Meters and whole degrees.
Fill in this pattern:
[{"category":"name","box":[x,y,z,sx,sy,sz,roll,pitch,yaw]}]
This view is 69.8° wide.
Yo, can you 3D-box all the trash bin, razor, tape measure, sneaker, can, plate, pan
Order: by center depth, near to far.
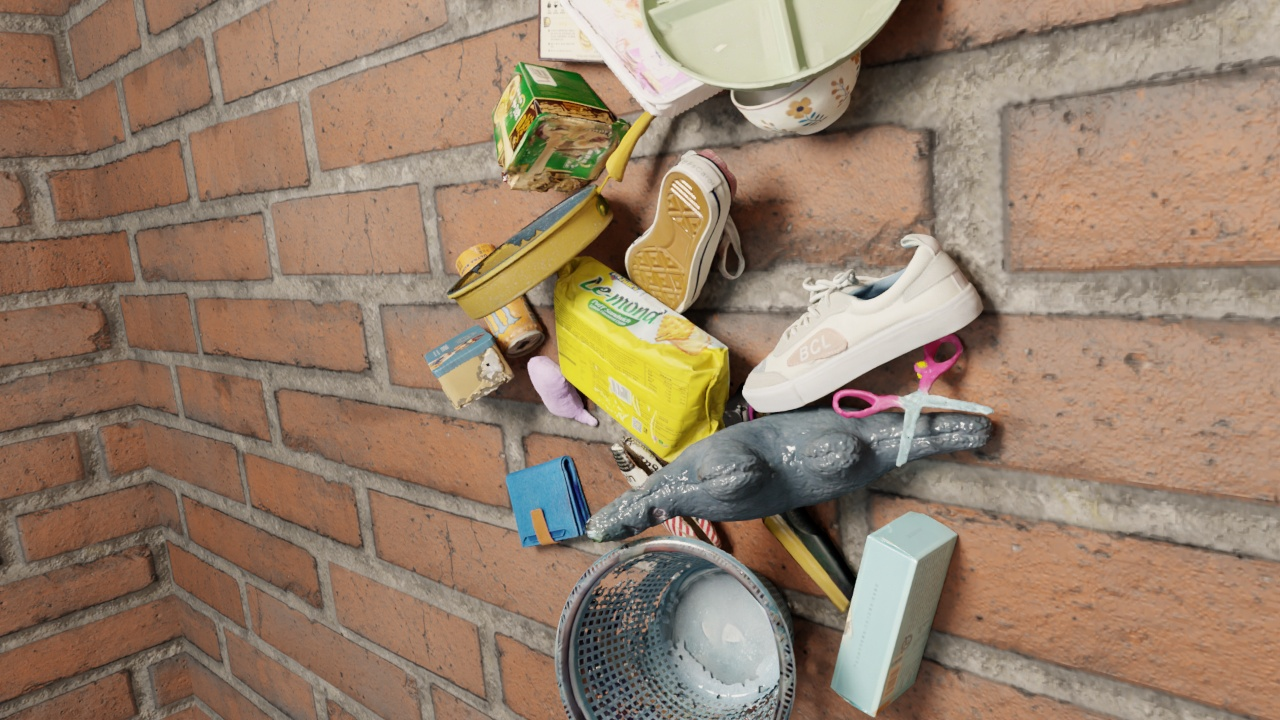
[{"category":"plate","box":[0.109,-0.317,0.749,0.230,0.027,0.230,-6,71,19]},{"category":"sneaker","box":[0.169,-0.030,0.802,0.243,0.089,0.091,-31,94,42]},{"category":"trash bin","box":[0.058,0.279,0.899,0.227,0.195,0.226,-2,84,21]},{"category":"sneaker","box":[0.053,-0.126,0.901,0.118,0.087,0.242,47,155,12]},{"category":"razor","box":[0.153,0.175,0.907,0.068,0.062,0.167,-42,74,9]},{"category":"tape measure","box":[0.112,0.056,0.910,0.039,0.056,0.058,-11,124,48]},{"category":"pan","box":[-0.062,-0.171,0.954,0.358,0.197,0.078,-32,106,16]},{"category":"can","box":[-0.180,-0.077,1.170,0.058,0.058,0.146,-47,68,42]}]

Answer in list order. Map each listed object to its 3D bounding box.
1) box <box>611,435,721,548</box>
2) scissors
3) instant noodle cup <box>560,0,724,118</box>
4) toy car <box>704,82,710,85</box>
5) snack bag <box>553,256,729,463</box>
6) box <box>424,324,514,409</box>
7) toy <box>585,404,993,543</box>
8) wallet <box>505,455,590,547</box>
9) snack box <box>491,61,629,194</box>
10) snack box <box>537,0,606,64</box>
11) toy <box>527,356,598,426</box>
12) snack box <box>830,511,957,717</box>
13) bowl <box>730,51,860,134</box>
[{"category":"box","box":[0.024,0.153,0.996,0.164,0.060,0.072,51,150,-3]},{"category":"scissors","box":[0.223,0.029,0.755,0.134,0.133,0.017,5,147,31]},{"category":"instant noodle cup","box":[0.021,-0.305,0.865,0.173,0.138,0.060,55,167,19]},{"category":"toy car","box":[0.091,-0.306,0.793,0.156,0.041,0.071,-40,70,5]},{"category":"snack bag","box":[-0.006,0.006,0.979,0.246,0.068,0.158,36,143,34]},{"category":"box","box":[-0.221,0.005,1.171,0.062,0.089,0.184,62,167,-17]},{"category":"toy","box":[0.124,0.096,0.826,0.356,0.137,0.091,-16,94,7]},{"category":"wallet","box":[-0.124,0.188,1.204,0.133,0.040,0.106,-22,81,47]},{"category":"snack box","box":[-0.101,-0.262,1.011,0.118,0.118,0.105,-47,57,42]},{"category":"snack box","box":[-0.061,-0.380,0.970,0.113,0.053,0.126,19,113,41]},{"category":"toy","box":[-0.100,0.036,1.113,0.084,0.038,0.108,20,148,38]},{"category":"snack box","box":[0.227,0.228,0.828,0.052,0.074,0.175,26,118,38]},{"category":"bowl","box":[0.141,-0.235,0.784,0.114,0.113,0.062,-6,139,46]}]
